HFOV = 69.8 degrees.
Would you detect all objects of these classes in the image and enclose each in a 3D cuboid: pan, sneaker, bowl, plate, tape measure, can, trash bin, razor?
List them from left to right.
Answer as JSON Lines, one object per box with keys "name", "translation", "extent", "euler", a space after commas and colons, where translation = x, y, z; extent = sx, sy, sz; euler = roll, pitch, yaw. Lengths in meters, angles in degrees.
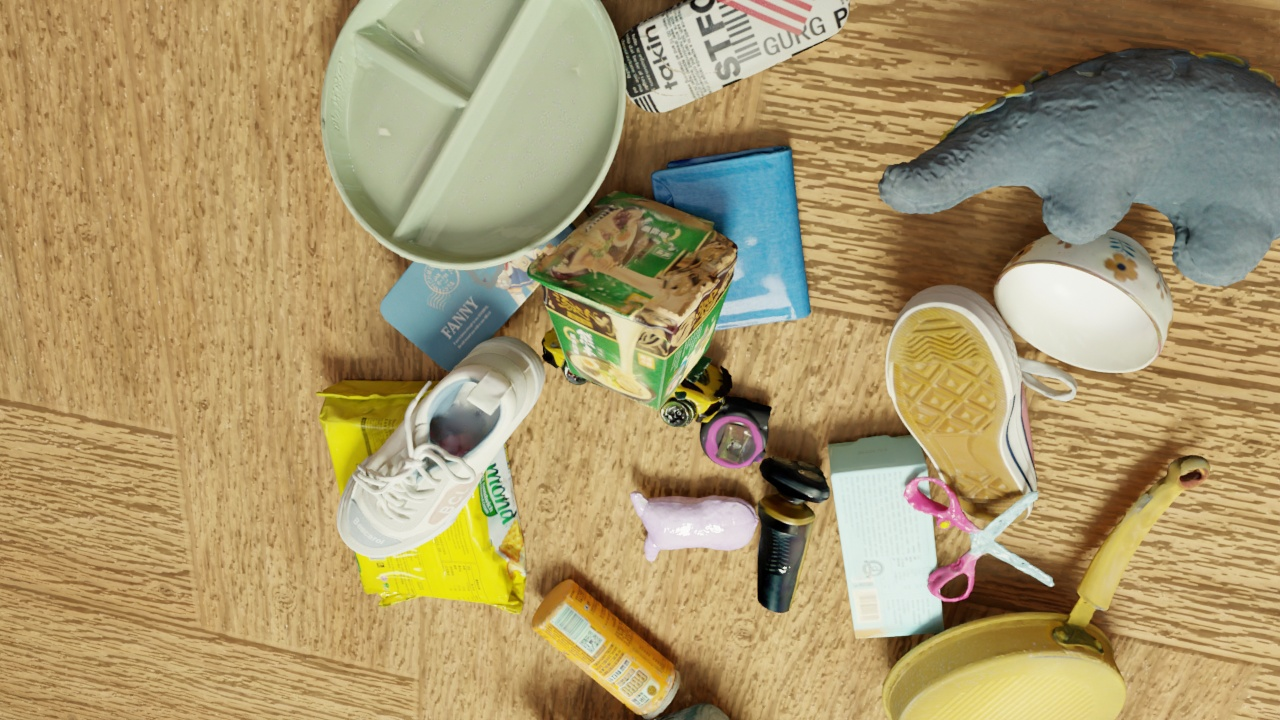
{"name": "sneaker", "translation": [-0.166, 0.086, 0.714], "extent": [0.089, 0.090, 0.243], "euler": [41, 113, -6]}
{"name": "plate", "translation": [-0.118, -0.177, 0.643], "extent": [0.230, 0.027, 0.230], "euler": [0, 91, 15]}
{"name": "can", "translation": [-0.033, 0.273, 0.871], "extent": [0.146, 0.058, 0.058], "euler": [42, 116, -10]}
{"name": "trash bin", "translation": [0.017, 0.436, 0.869], "extent": [0.195, 0.226, 0.226], "euler": [-32, 106, 10]}
{"name": "tape measure", "translation": [0.077, 0.060, 0.755], "extent": [0.057, 0.039, 0.058], "euler": [15, 117, 4]}
{"name": "razor", "translation": [0.126, 0.153, 0.786], "extent": [0.062, 0.067, 0.168], "euler": [25, 131, 30]}
{"name": "sneaker", "translation": [0.248, 0.022, 0.677], "extent": [0.118, 0.087, 0.241], "euler": [0, 139, 36]}
{"name": "pan", "translation": [0.341, 0.220, 0.752], "extent": [0.197, 0.078, 0.358], "euler": [18, 127, -18]}
{"name": "bowl", "translation": [0.311, -0.050, 0.631], "extent": [0.113, 0.114, 0.062], "euler": [42, 74, -9]}

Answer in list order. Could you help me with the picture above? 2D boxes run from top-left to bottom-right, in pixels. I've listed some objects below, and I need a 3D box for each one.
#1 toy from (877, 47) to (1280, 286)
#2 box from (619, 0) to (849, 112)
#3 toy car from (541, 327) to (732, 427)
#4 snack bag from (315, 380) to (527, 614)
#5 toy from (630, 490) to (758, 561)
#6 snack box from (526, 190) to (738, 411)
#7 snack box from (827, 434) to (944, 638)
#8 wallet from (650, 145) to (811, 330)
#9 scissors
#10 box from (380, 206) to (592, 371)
{"name": "toy", "translation": [0.328, -0.125, 0.569], "extent": [0.356, 0.137, 0.091], "euler": [9, 160, 1]}
{"name": "box", "translation": [0.059, -0.220, 0.615], "extent": [0.165, 0.060, 0.072], "euler": [-22, 93, 21]}
{"name": "toy car", "translation": [-0.004, 0.004, 0.728], "extent": [0.156, 0.071, 0.041], "euler": [21, 119, 2]}
{"name": "snack bag", "translation": [-0.196, 0.126, 0.829], "extent": [0.158, 0.068, 0.247], "euler": [0, 116, 12]}
{"name": "toy", "translation": [0.049, 0.145, 0.803], "extent": [0.108, 0.038, 0.084], "euler": [-5, 126, 7]}
{"name": "snack box", "translation": [-0.003, -0.036, 0.656], "extent": [0.117, 0.118, 0.106], "euler": [24, 138, 21]}
{"name": "snack box", "translation": [0.205, 0.149, 0.765], "extent": [0.074, 0.051, 0.175], "euler": [-8, 114, 12]}
{"name": "wallet", "translation": [0.068, -0.088, 0.689], "extent": [0.106, 0.040, 0.133], "euler": [-7, 113, 10]}
{"name": "scissors", "translation": [0.256, 0.139, 0.706], "extent": [0.133, 0.017, 0.134], "euler": [32, 123, 5]}
{"name": "box", "translation": [-0.125, -0.073, 0.722], "extent": [0.090, 0.062, 0.185], "euler": [40, 115, -8]}
